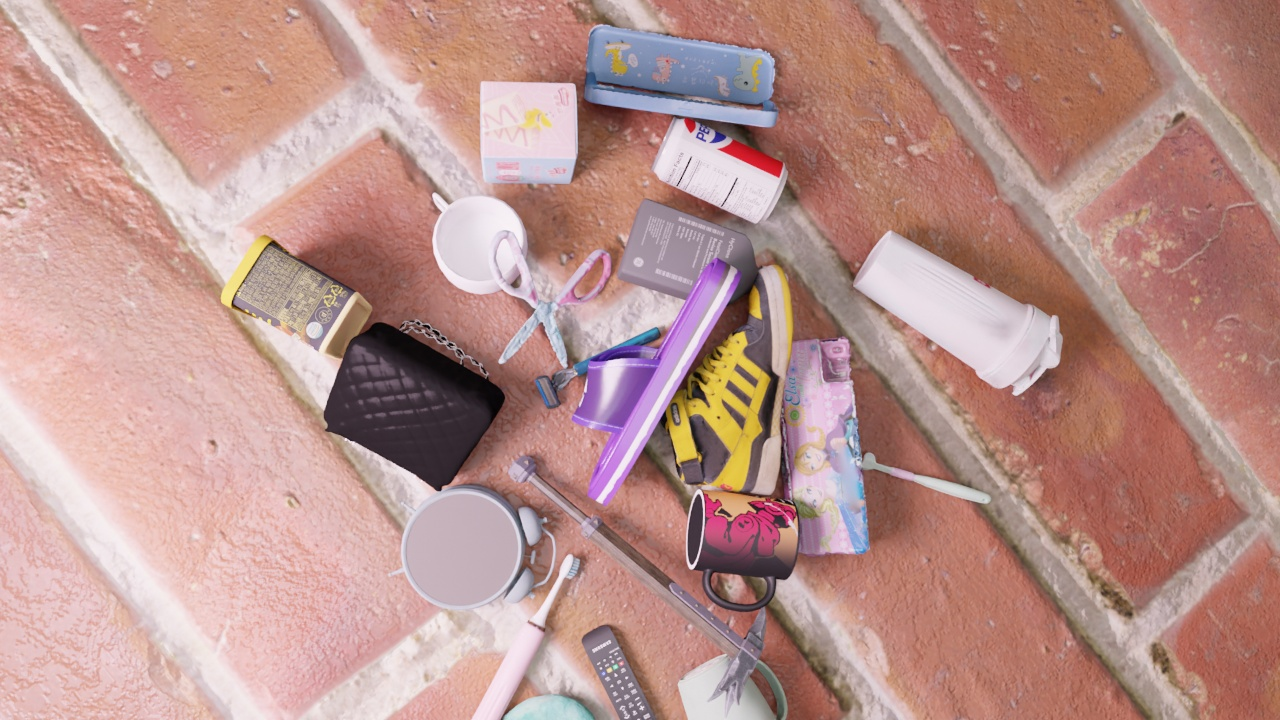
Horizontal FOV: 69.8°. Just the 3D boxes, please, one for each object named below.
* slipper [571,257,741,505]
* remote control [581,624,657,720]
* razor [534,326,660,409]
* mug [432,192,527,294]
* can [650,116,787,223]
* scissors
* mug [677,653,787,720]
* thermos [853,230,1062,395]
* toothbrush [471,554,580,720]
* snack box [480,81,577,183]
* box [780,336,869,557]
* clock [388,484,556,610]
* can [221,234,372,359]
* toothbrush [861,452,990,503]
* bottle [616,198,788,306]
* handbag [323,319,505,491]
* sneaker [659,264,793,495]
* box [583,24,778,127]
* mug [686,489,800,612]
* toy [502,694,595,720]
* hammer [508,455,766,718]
[{"bbox_3d":[-0.005,0.005,0.913,0.084,0.107,0.266,30,96,-4],"label":"slipper"},{"bbox_3d":[-0.015,0.344,0.945,0.033,0.015,0.147,-27,90,-9],"label":"remote control"},{"bbox_3d":[-0.043,0.001,0.966,0.143,0.022,0.042,-28,127,-13],"label":"razor"},{"bbox_3d":[-0.170,-0.124,0.933,0.094,0.068,0.115,-44,92,-9],"label":"mug"},{"bbox_3d":[0.083,-0.202,0.971,0.132,0.070,0.070,24,83,-5],"label":"can"},{"bbox_3d":[-0.097,-0.070,0.926,0.170,0.013,0.177,-50,133,-20],"label":"scissors"},{"bbox_3d":[0.100,0.353,0.934,0.111,0.084,0.104,-19,75,-36],"label":"mug"},{"bbox_3d":[0.342,-0.053,0.984,0.220,0.099,0.099,32,82,0],"label":"thermos"},{"bbox_3d":[-0.120,0.298,0.929,0.026,0.027,0.222,35,81,-38],"label":"toothbrush"},{"bbox_3d":[-0.114,-0.231,0.936,0.094,0.093,0.079,0,85,-7],"label":"snack box"},{"bbox_3d":[0.193,0.090,0.964,0.084,0.071,0.230,-5,87,-8],"label":"box"},{"bbox_3d":[-0.165,0.189,0.922,0.159,0.045,0.122,9,85,-5],"label":"clock"},{"bbox_3d":[-0.323,-0.055,0.878,0.101,0.131,0.072,30,82,-7],"label":"can"},{"bbox_3d":[0.313,0.132,1.005,0.154,0.015,0.022,17,114,-7],"label":"toothbrush"},{"bbox_3d":[0.070,-0.102,0.974,0.174,0.046,0.083,18,84,-6],"label":"bottle"},{"bbox_3d":[-0.226,0.043,0.918,0.153,0.114,0.125,29,106,-8],"label":"handbag"},{"bbox_3d":[0.084,0.020,0.934,0.122,0.086,0.238,1,99,-9],"label":"sneaker"},{"bbox_3d":[0.044,-0.298,0.987,0.209,0.043,0.124,7,53,-7],"label":"box"},{"bbox_3d":[0.102,0.195,0.932,0.098,0.082,0.117,8,67,-7],"label":"mug"},{"bbox_3d":[-0.085,0.379,0.927,0.105,0.033,0.085,44,96,0],"label":"toy"},{"bbox_3d":[-0.006,0.201,0.930,0.317,0.146,0.028,39,124,6],"label":"hammer"}]
